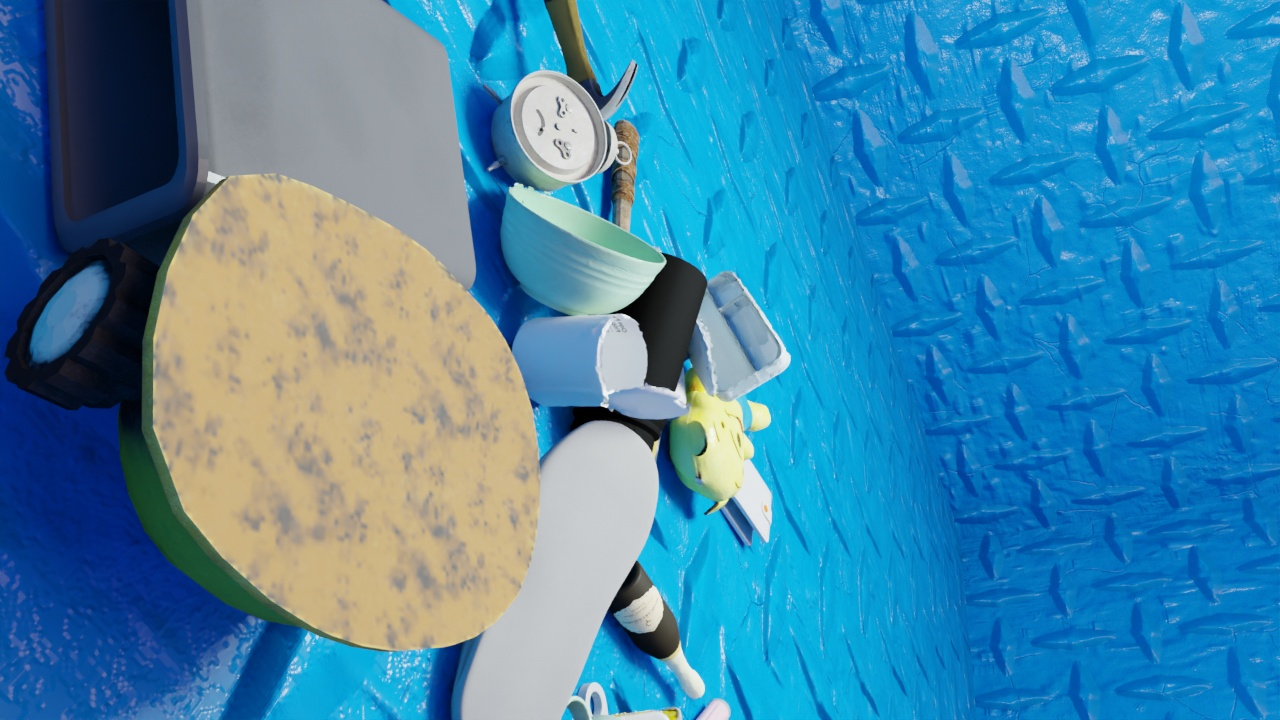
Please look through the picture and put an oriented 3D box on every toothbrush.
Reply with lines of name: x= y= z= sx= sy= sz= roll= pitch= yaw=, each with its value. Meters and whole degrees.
toothbrush: x=0.040 y=0.378 z=0.870 sx=0.026 sy=0.027 sz=0.222 roll=63 pitch=23 yaw=7

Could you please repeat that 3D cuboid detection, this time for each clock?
clock: x=-0.073 y=-0.204 z=0.858 sx=0.156 sy=0.061 sz=0.103 roll=3 pitch=78 yaw=-39

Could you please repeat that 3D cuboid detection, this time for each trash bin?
trash bin: x=-0.202 y=-0.136 z=0.523 sx=0.219 sy=0.098 sz=0.191 roll=16 pitch=63 yaw=-65

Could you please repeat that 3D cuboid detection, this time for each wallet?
wallet: x=0.136 y=0.166 z=1.199 sx=0.118 sy=0.038 sz=0.115 roll=56 pitch=30 yaw=-32

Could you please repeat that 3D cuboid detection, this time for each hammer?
hammer: x=-0.022 y=-0.152 z=1.014 sx=0.121 sy=0.049 sz=0.318 roll=47 pitch=34 yaw=-44
hammer: x=-0.088 y=-0.386 z=0.930 sx=0.025 sy=0.118 sz=0.332 roll=17 pitch=56 yaw=-68

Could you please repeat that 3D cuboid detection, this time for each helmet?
helmet: x=-0.168 y=0.040 z=0.450 sx=0.255 sy=0.131 sz=0.204 roll=45 pitch=38 yaw=-50

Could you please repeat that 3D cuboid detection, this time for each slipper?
slipper: x=-0.075 y=0.164 z=0.688 sx=0.113 sy=0.081 sz=0.265 roll=39 pitch=54 yaw=-24

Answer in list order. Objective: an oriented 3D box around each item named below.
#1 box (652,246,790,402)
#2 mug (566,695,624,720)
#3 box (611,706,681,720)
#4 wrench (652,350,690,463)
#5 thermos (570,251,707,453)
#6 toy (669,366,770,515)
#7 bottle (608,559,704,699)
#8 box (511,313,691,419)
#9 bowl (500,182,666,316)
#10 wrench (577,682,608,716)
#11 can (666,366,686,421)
box: x=0.069 y=-0.059 z=1.025 sx=0.127 sy=0.106 sz=0.215 roll=49 pitch=9 yaw=-34
mug: x=-0.039 y=0.300 z=0.664 sx=0.111 sy=0.084 sz=0.104 roll=66 pitch=14 yaw=-8
box: x=0.021 y=0.393 z=0.743 sx=0.117 sy=0.057 sz=0.209 roll=23 pitch=55 yaw=-54
wrench: x=0.011 y=0.054 z=0.915 sx=0.073 sy=0.022 sz=0.272 roll=36 pitch=59 yaw=-46
thermos: x=-0.005 y=0.005 z=0.854 sx=0.086 sy=0.086 sz=0.198 roll=43 pitch=59 yaw=-52
toy: x=0.085 y=0.079 z=1.075 sx=0.149 sy=0.084 sz=0.213 roll=63 pitch=28 yaw=-25
bottle: x=0.018 y=0.259 z=0.861 sx=0.184 sy=0.045 sz=0.045 roll=61 pitch=27 yaw=-31
box: x=-0.028 y=0.006 z=0.757 sx=0.083 sy=0.166 sz=0.092 roll=42 pitch=53 yaw=-47
bowl: x=-0.060 y=-0.087 z=0.800 sx=0.077 sy=0.151 sz=0.150 roll=-64 pitch=162 yaw=15
wrench: x=-0.017 y=0.401 z=0.739 sx=0.086 sy=0.018 sz=0.273 roll=23 pitch=55 yaw=-62
can: x=0.020 y=0.011 z=0.996 sx=0.055 sy=0.055 sz=0.101 roll=37 pitch=44 yaw=-56
